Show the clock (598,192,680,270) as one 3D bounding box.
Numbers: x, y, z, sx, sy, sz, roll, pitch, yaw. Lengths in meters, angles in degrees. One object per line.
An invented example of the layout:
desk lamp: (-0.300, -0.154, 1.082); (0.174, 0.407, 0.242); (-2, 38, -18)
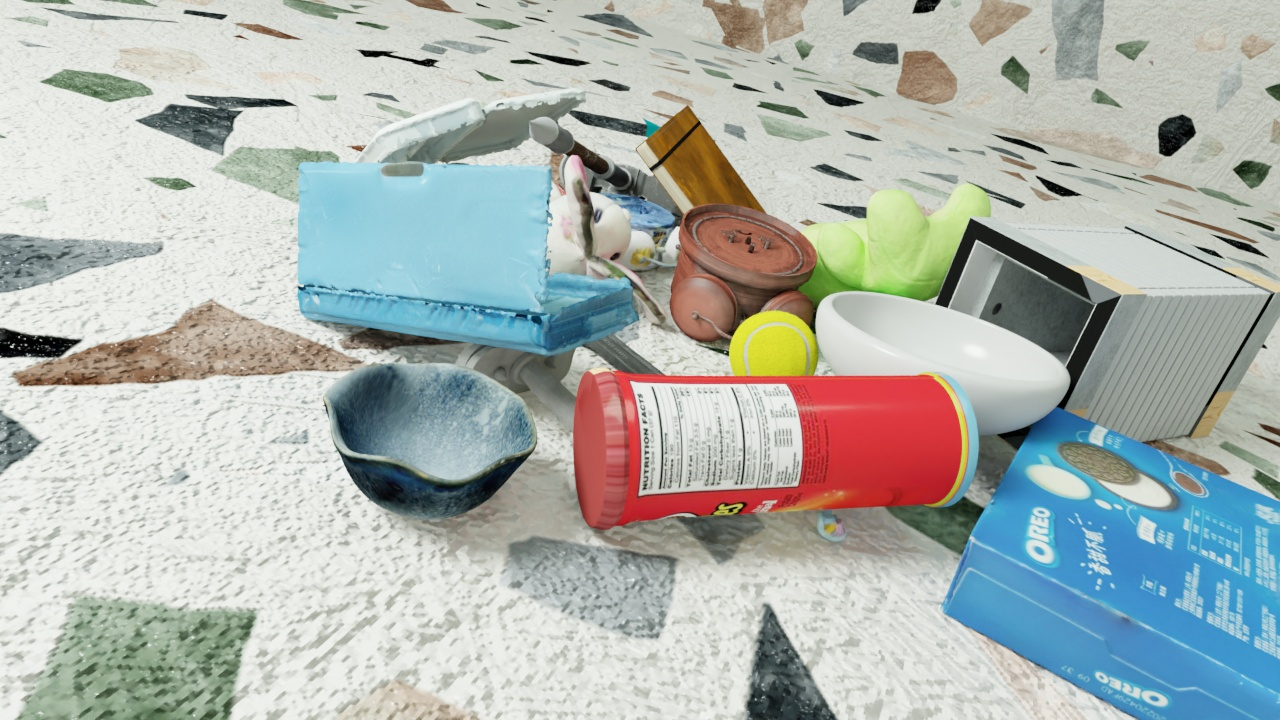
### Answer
clock: (-0.005, -0.117, 0.868); (0.088, 0.052, 0.125); (-12, 36, -43)

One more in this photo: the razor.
razor: (-0.048, 0.028, 0.577); (0.088, 0.047, 0.116); (-14, 46, -44)

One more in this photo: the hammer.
hammer: (-0.047, -0.190, 0.870); (0.156, 0.043, 0.322); (16, 5, 13)

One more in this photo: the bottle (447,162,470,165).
bottle: (-0.151, -0.119, 0.788); (0.059, 0.060, 0.166); (5, 27, -18)

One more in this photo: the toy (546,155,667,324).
toy: (-0.054, -0.109, 0.781); (0.084, 0.159, 0.194); (-37, 30, -9)

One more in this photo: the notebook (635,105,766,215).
notebook: (0.067, -0.189, 0.971); (0.178, 0.014, 0.248); (52, 25, -11)

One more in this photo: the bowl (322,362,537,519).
bowl: (-0.112, 0.047, 0.484); (0.110, 0.055, 0.110); (11, 26, -6)

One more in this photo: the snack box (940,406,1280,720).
snack box: (0.308, 0.123, 0.546); (0.196, 0.056, 0.238); (26, 29, 24)

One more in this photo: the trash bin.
trash bin: (0.386, -0.024, 0.776); (0.246, 0.143, 0.142); (-3, 31, -31)

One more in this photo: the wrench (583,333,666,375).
wrench: (-0.004, 0.004, 0.670); (0.073, 0.018, 0.273); (-10, 37, -42)

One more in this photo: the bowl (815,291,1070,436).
bowl: (0.207, 0.010, 0.659); (0.176, 0.066, 0.176); (12, 20, -5)

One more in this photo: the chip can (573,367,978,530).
chip can: (0.074, 0.047, 0.519); (0.213, 0.087, 0.087); (0, 29, -15)

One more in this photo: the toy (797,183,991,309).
toy: (0.210, -0.089, 0.830); (0.150, 0.197, 0.107); (-7, 77, -23)

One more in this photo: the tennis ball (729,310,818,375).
tennis ball: (0.099, -0.005, 0.680); (0.065, 0.065, 0.065); (11, 26, -6)

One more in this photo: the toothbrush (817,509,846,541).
toothbrush: (0.124, 0.069, 0.605); (0.022, 0.016, 0.154); (37, 26, -7)

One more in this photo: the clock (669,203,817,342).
clock: (0.083, -0.065, 0.772); (0.120, 0.072, 0.157); (9, 36, -11)

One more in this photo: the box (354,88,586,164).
box: (-0.164, -0.199, 0.819); (0.191, 0.045, 0.210); (-21, 9, -22)

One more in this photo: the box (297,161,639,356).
box: (-0.120, -0.076, 0.587); (0.232, 0.112, 0.094); (9, 18, 36)
